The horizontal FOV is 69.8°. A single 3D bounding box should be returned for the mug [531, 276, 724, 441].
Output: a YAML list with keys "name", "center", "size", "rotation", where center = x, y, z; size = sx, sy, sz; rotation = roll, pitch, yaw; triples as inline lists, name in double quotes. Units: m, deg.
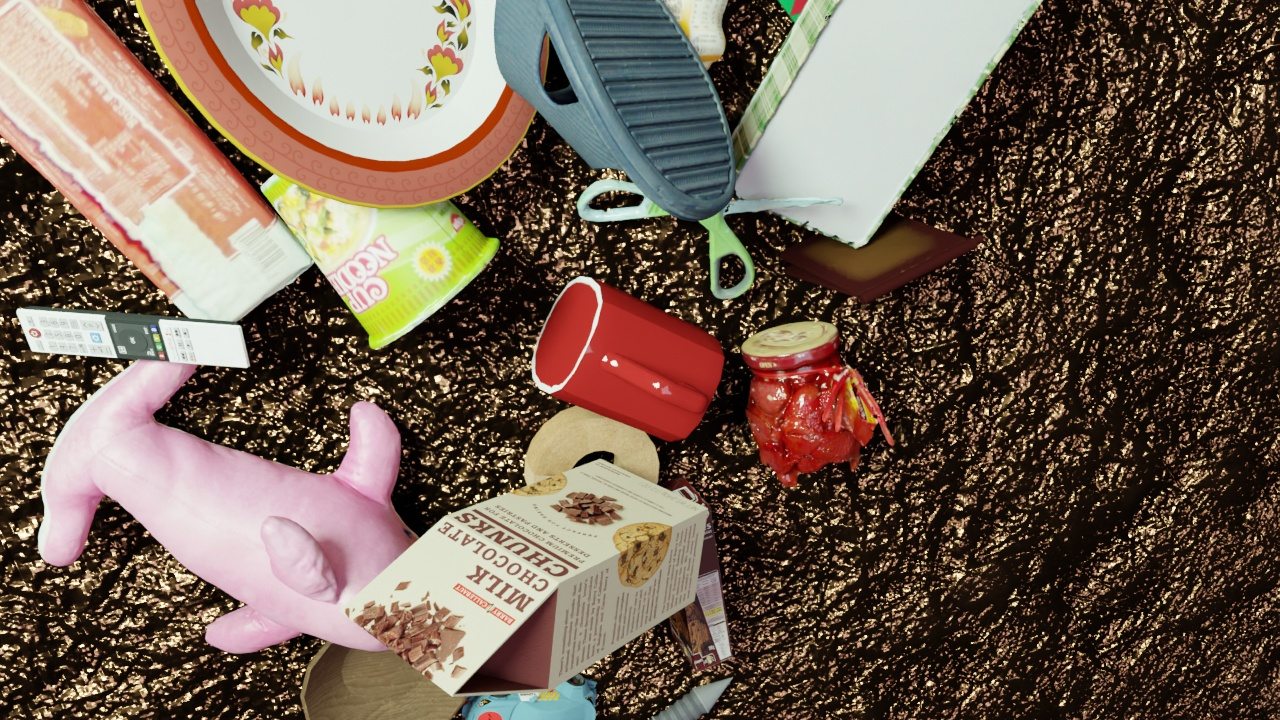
- name: "mug"
  center: [-0.004, 0.003, 0.595]
  size: [0.096, 0.116, 0.080]
  rotation: [23, 94, -27]

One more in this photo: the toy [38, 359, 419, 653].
- name: "toy"
  center: [-0.217, 0.106, 0.548]
  size: [0.265, 0.128, 0.186]
  rotation: [33, 87, -19]

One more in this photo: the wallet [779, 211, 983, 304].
- name: "wallet"
  center: [0.161, -0.073, 0.630]
  size: [0.091, 0.115, 0.018]
  rotation: [-26, 115, -11]

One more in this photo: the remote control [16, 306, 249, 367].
- name: "remote control"
  center: [-0.283, -0.014, 0.516]
  size: [0.124, 0.011, 0.028]
  rotation: [4, 126, 0]

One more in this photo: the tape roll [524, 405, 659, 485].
- name: "tape roll"
  center: [-0.035, 0.079, 0.661]
  size: [0.094, 0.027, 0.094]
  rotation: [-7, 112, -19]

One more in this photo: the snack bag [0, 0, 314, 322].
- name: "snack bag"
  center: [-0.281, -0.116, 0.489]
  size: [0.077, 0.041, 0.225]
  rotation: [-39, 116, -4]

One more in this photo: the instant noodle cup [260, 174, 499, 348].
- name: "instant noodle cup"
  center: [-0.152, -0.078, 0.526]
  size: [0.099, 0.099, 0.108]
  rotation: [-40, 111, -3]

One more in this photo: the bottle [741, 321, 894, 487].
- name: "bottle"
  center: [0.124, 0.035, 0.665]
  size: [0.099, 0.099, 0.111]
  rotation: [-18, 108, -14]

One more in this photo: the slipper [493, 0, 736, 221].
- name: "slipper"
  center: [-0.043, -0.183, 0.506]
  size: [0.101, 0.083, 0.263]
  rotation: [-27, 88, -50]

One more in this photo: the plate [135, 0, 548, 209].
- name: "plate"
  center: [-0.145, -0.193, 0.477]
  size: [0.229, 0.021, 0.230]
  rotation: [0, 90, -42]

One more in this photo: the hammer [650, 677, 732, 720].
- name: "hammer"
  center: [-0.059, 0.355, 0.752]
  size: [0.322, 0.043, 0.156]
  rotation: [-32, 117, -10]

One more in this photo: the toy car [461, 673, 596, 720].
- name: "toy car"
  center: [-0.084, 0.279, 0.717]
  size: [0.107, 0.027, 0.060]
  rotation: [5, 107, -23]

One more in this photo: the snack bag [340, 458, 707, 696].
- name: "snack bag"
  center: [-0.062, 0.132, 0.548]
  size: [0.205, 0.094, 0.070]
  rotation: [-15, 118, -49]

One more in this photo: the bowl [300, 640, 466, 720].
- name: "bowl"
  center: [-0.181, 0.224, 0.658]
  size: [0.117, 0.030, 0.118]
  rotation: [-7, 112, -18]

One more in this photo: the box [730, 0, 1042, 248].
- name: "box"
  center: [0.143, -0.174, 0.573]
  size: [0.117, 0.050, 0.206]
  rotation: [17, 128, -17]

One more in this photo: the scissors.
- name: "scissors"
  center: [0.044, -0.098, 0.596]
  size: [0.172, 0.021, 0.172]
  rotation: [1, 139, 11]

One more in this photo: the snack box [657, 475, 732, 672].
- name: "snack box"
  center: [0.038, 0.165, 0.708]
  size: [0.031, 0.051, 0.141]
  rotation: [-16, 114, -15]

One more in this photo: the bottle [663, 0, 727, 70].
- name: "bottle"
  center: [0.023, -0.230, 0.548]
  size: [0.063, 0.063, 0.109]
  rotation: [-4, 110, -20]

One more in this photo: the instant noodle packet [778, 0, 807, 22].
- name: "instant noodle packet"
  center: [0.201, -0.289, 0.578]
  size: [0.253, 0.090, 0.195]
  rotation: [-45, 120, 6]
